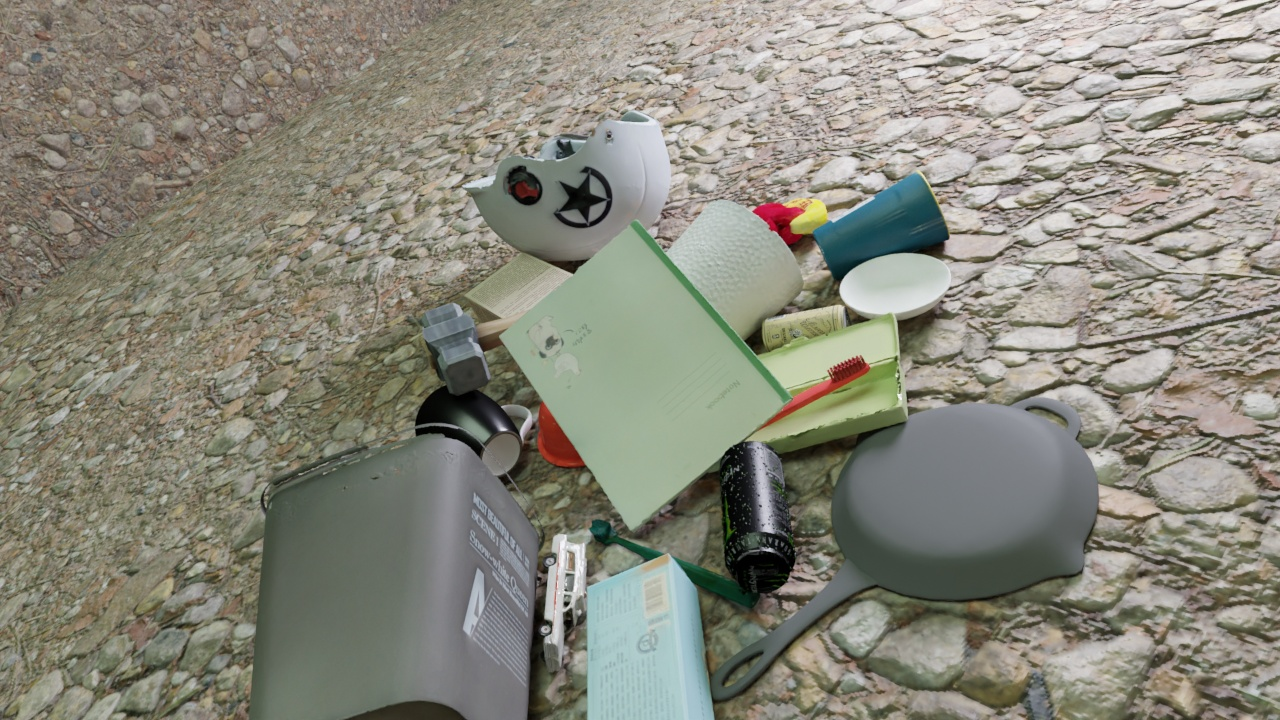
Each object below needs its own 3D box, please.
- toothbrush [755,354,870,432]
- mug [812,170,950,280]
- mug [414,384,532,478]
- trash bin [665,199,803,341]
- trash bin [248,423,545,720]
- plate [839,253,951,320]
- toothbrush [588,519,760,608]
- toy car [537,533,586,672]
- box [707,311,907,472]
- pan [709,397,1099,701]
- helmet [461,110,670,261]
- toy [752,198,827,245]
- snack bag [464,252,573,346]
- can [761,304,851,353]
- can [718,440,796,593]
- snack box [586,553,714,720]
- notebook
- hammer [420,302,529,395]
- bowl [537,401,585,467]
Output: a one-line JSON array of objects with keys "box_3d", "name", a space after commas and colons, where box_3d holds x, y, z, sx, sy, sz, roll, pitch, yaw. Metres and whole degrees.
[{"box_3d": [0.100, 0.051, 0.794, 0.213, 0.018, 0.012, -29, 30, 9], "name": "toothbrush"}, {"box_3d": [0.244, -0.134, 0.945, 0.121, 0.078, 0.078, -24, 34, 13], "name": "mug"}, {"box_3d": [-0.158, 0.074, 0.952, 0.118, 0.085, 0.100, -16, 28, -39], "name": "mug"}, {"box_3d": [0.062, -0.061, 0.930, 0.161, 0.133, 0.133, -44, 37, -15], "name": "trash bin"}, {"box_3d": [-0.183, 0.206, 0.698, 0.197, 0.197, 0.219, -20, 41, 8], "name": "trash bin"}, {"box_3d": [0.247, -0.066, 0.887, 0.104, 0.026, 0.104, -13, 35, 9], "name": "plate"}, {"box_3d": [0.021, 0.162, 0.749, 0.190, 0.017, 0.016, 12, 52, 47], "name": "toothbrush"}, {"box_3d": [-0.062, 0.197, 0.754, 0.039, 0.039, 0.113, -2, 37, 0], "name": "toy car"}, {"box_3d": [0.144, 0.027, 0.825, 0.187, 0.024, 0.137, -19, 36, 23], "name": "box"}, {"box_3d": [0.187, 0.129, 0.679, 0.354, 0.024, 0.216, -36, 35, -12], "name": "pan"}, {"box_3d": [-0.084, -0.210, 1.183, 0.264, 0.164, 0.236, -17, 15, 11], "name": "helmet"}, {"box_3d": [0.146, -0.151, 1.045, 0.137, 0.067, 0.106, -30, 23, -22], "name": "toy"}, {"box_3d": [-0.112, -0.053, 1.084, 0.094, 0.070, 0.206, -40, 36, -17], "name": "snack bag"}, {"box_3d": [0.162, -0.029, 0.892, 0.080, 0.038, 0.038, -10, 38, 24], "name": "can"}, {"box_3d": [0.090, 0.119, 0.720, 0.054, 0.054, 0.137, -19, 27, 13], "name": "can"}, {"box_3d": [0.005, 0.225, 0.648, 0.075, 0.053, 0.174, -26, 33, 14], "name": "snack box"}, {"box_3d": [-0.005, 0.005, 0.845, 0.182, 0.010, 0.252, -40, 60, 5], "name": "notebook"}, {"box_3d": [-0.074, -0.058, 0.990, 0.322, 0.051, 0.117, -20, 35, -12], "name": "hammer"}, {"box_3d": [-0.055, 0.046, 0.936, 0.131, 0.045, 0.130, -19, 35, 14], "name": "bowl"}]
